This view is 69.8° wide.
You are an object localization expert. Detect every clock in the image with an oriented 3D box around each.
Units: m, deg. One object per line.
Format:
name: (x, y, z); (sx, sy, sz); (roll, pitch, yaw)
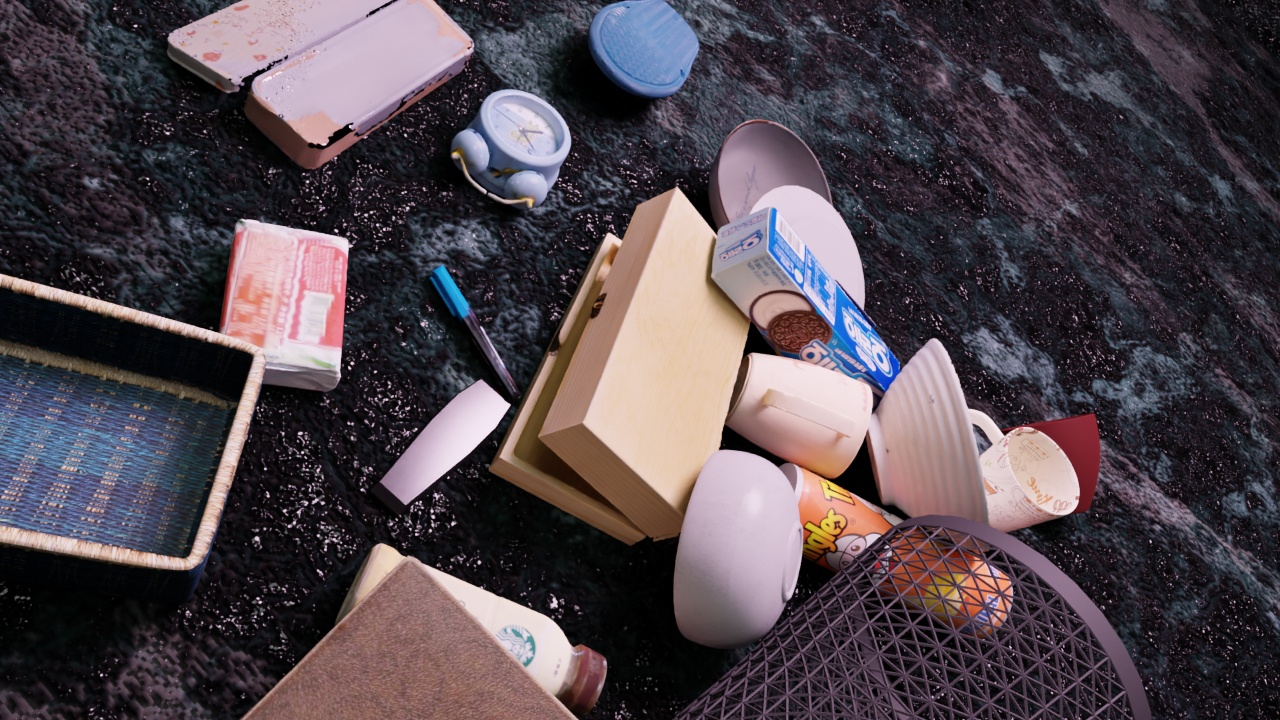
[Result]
clock: (-0.109, -0.177, 0.779); (0.089, 0.052, 0.124); (32, 49, -11)

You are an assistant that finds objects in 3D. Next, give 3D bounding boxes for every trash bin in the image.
trash bin: (0.142, 0.245, 0.565); (0.242, 0.218, 0.217); (-22, 74, -31)

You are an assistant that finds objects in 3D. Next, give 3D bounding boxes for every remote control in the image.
remote control: (-0.137, 0.058, 0.639); (0.039, 0.010, 0.124); (42, 49, -1)

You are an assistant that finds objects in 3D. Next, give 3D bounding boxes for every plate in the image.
plate: (0.160, -0.080, 0.851); (0.172, 0.019, 0.172); (6, 80, -38)

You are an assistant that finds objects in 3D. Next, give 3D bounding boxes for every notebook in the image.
notebook: (-0.120, 0.242, 0.488); (0.189, 0.035, 0.215); (-43, 94, -19)

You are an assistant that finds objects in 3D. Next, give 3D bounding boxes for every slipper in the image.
slipper: (0.005, -0.313, 0.932); (0.104, 0.059, 0.213); (46, 34, -8)

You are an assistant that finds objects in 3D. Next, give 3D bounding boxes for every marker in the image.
marker: (-0.125, -0.020, 0.691); (0.015, 0.018, 0.123); (-32, 76, -7)

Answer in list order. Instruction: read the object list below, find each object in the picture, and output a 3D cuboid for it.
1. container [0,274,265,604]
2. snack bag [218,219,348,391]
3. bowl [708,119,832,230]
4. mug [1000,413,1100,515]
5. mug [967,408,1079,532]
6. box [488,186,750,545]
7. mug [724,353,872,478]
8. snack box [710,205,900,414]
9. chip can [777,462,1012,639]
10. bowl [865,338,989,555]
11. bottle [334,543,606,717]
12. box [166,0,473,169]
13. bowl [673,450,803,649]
container: (-0.320, 0.042, 0.501); (0.187, 0.071, 0.145); (17, 54, -20)
snack bag: (-0.241, -0.037, 0.622); (0.077, 0.036, 0.115); (8, 57, -25)
bowl: (0.113, -0.148, 0.875); (0.150, 0.057, 0.150); (8, 77, -35)
mug: (0.407, 0.103, 0.896); (0.113, 0.087, 0.088); (2, 76, -61)
mug: (0.308, 0.099, 0.817); (0.080, 0.097, 0.122); (-21, 73, -38)
box: (-0.004, 0.007, 0.714); (0.140, 0.123, 0.248); (48, 44, -30)
mug: (0.127, 0.040, 0.743); (0.104, 0.111, 0.085); (21, 88, -5)
snack box: (0.146, -0.032, 0.777); (0.226, 0.060, 0.059); (42, 42, -35)
chip can: (0.195, 0.155, 0.738); (0.210, 0.062, 0.062); (27, 51, -13)
bowl: (0.224, 0.075, 0.748); (0.071, 0.177, 0.177); (-12, 60, 9)
bottle: (-0.100, 0.169, 0.559); (0.162, 0.057, 0.056); (28, 51, -12)
box: (-0.258, -0.259, 0.761); (0.154, 0.059, 0.215); (41, 49, -3)
bowl: (0.075, 0.132, 0.630); (0.064, 0.132, 0.131); (8, 47, 20)
